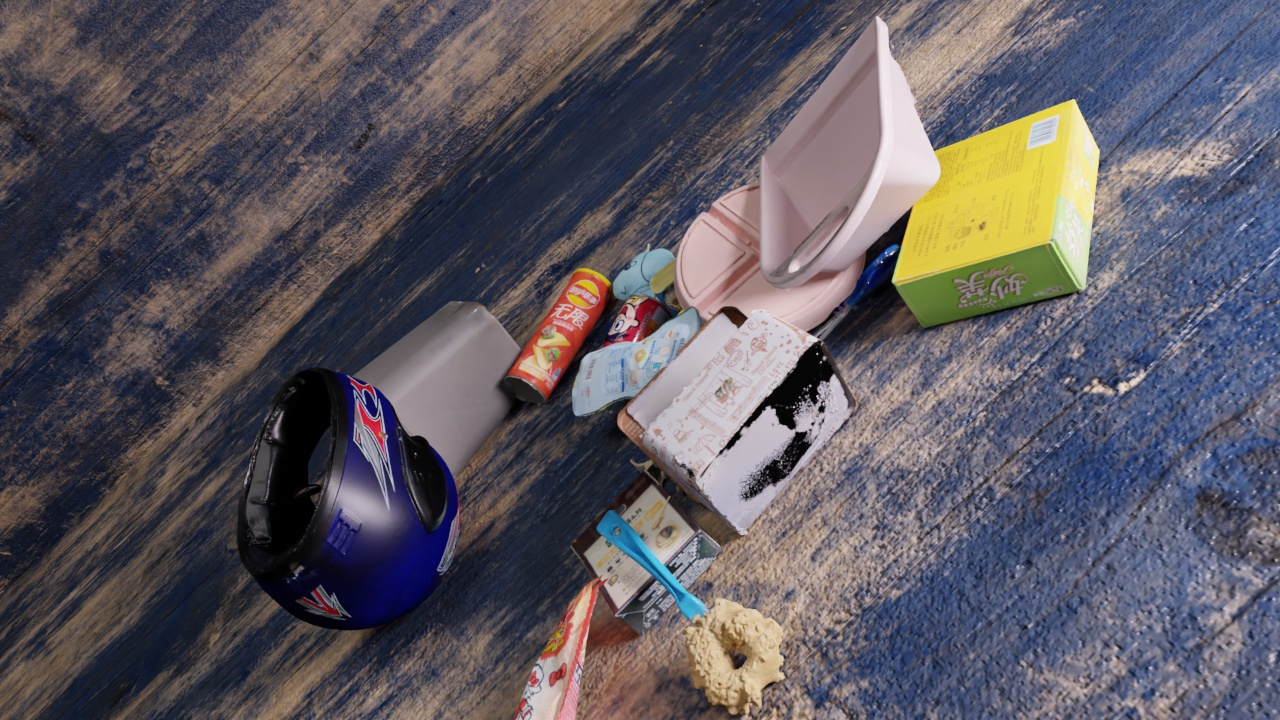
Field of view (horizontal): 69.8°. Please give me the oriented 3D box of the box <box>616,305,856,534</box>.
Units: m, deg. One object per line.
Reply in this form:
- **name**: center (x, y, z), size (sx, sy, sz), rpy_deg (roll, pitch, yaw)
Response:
- **box**: center (0.079, 0.037, 0.902), size (0.182, 0.155, 0.187), rpy_deg (-47, 49, -8)

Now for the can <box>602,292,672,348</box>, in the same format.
- **can**: center (-0.006, -0.033, 1.203), size (0.067, 0.066, 0.093), rpy_deg (0, 57, 53)

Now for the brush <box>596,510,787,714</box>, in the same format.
- **brush**: center (0.034, 0.205, 0.800), size (0.083, 0.046, 0.255), rpy_deg (-54, 40, 0)

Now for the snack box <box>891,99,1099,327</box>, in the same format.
- **snack box**: center (0.347, -0.141, 0.891), size (0.158, 0.070, 0.209), rpy_deg (-15, 39, 43)

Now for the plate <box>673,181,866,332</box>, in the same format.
- **plate**: center (0.145, -0.123, 1.072), size (0.230, 0.028, 0.229), rpy_deg (-10, 58, 17)

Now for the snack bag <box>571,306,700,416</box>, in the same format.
- **snack bag**: center (-0.006, 0.006, 1.081), size (0.191, 0.039, 0.110), rpy_deg (-18, 38, 47)

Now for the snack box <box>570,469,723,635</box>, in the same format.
- **snack box**: center (0.004, 0.187, 0.906), size (0.113, 0.053, 0.125), rpy_deg (-45, 27, -2)

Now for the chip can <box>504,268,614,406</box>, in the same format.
- **chip can**: center (-0.118, -0.037, 1.356), size (0.073, 0.073, 0.216), rpy_deg (-6, 45, 49)

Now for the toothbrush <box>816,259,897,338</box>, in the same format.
- **toothbrush**: center (0.228, -0.067, 1.003), size (0.189, 0.017, 0.014), rpy_deg (-43, 38, -3)

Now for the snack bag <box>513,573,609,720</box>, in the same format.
- **snack bag**: center (-0.078, 0.303, 0.823), size (0.129, 0.073, 0.207), rpy_deg (115, 174, -51)

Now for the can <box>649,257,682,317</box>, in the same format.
- **can**: center (0.074, -0.093, 1.168), size (0.102, 0.083, 0.057), rpy_deg (-37, 28, 11)

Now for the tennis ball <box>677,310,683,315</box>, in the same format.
- **tennis ball**: center (0.071, -0.035, 1.111), size (0.066, 0.065, 0.065), rpy_deg (-32, 30, 21)

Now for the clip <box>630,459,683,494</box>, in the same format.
- **clip**: center (0.018, 0.119, 1.004), size (0.071, 0.034, 0.100), rpy_deg (-41, 23, 6)

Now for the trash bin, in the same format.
- **trash bin**: center (-0.296, 0.039, 1.373), size (0.219, 0.199, 0.199), rpy_deg (-48, 27, -22)

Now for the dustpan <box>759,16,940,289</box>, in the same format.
- **dustpan**: center (0.184, -0.205, 0.949), size (0.223, 0.138, 0.273), rpy_deg (-52, 49, 42)

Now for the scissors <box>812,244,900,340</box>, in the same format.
- **scissors**: center (0.217, -0.058, 0.948), size (0.165, 0.157, 0.012), rpy_deg (-33, 67, -20)

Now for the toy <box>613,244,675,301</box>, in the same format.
- **toy**: center (0.014, -0.112, 1.311), size (0.162, 0.050, 0.155), rpy_deg (-17, 42, 38)

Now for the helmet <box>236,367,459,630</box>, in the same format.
- **helmet**: center (-0.351, 0.182, 1.161), size (0.248, 0.240, 0.314), rpy_deg (-32, 48, 23)
